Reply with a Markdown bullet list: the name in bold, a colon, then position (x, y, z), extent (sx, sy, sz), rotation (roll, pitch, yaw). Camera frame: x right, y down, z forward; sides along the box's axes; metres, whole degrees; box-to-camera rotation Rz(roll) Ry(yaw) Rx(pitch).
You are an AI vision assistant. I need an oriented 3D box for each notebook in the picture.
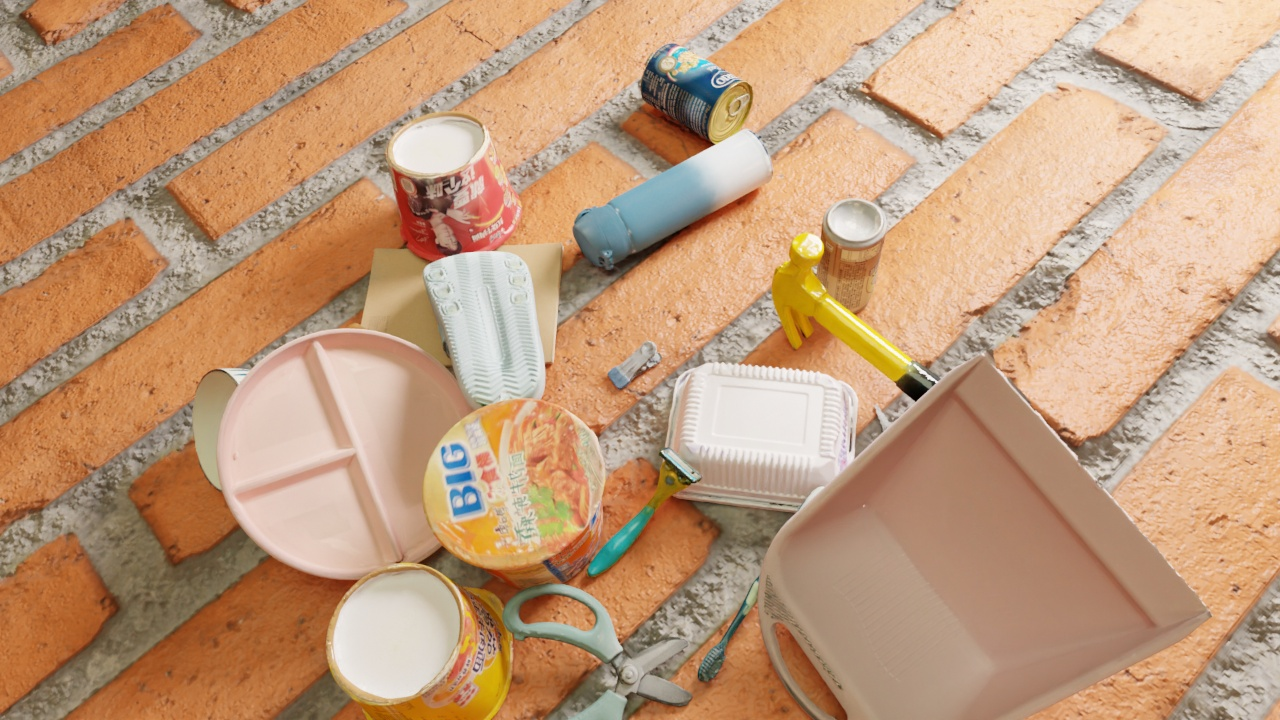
- **notebook**: position (-0.191, -0.059, 0.968), extent (0.211, 0.012, 0.149), rotation (-2, 60, 6)

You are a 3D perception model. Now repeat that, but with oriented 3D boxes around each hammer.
- **hammer**: position (0.238, 0.012, 0.822), extent (0.301, 0.129, 0.032), rotation (41, 67, 16)

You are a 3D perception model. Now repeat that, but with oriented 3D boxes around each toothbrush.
- **toothbrush**: position (0.104, 0.185, 0.763), extent (0.016, 0.018, 0.191), rotation (37, 80, -8)

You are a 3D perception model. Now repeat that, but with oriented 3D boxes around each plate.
- **plate**: position (-0.256, 0.082, 0.826), extent (0.229, 0.028, 0.229), rotation (9, 67, -21)

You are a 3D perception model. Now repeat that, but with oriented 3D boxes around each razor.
- **razor**: position (-0.002, 0.139, 0.804), extent (0.043, 0.028, 0.132), rotation (40, 94, 19)

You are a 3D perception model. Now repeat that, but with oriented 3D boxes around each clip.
- **clip**: position (-0.006, 0.005, 0.902), extent (0.056, 0.027, 0.024), rotation (-35, 60, -2)

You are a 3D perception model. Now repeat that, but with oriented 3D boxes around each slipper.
- **slipper**: position (-0.145, -0.026, 0.894), extent (0.104, 0.074, 0.245), rotation (-14, 44, -10)

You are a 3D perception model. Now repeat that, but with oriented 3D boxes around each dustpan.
- **dustpan**: position (0.210, 0.169, 0.665), extent (0.138, 0.274, 0.222), rotation (-22, 64, -32)

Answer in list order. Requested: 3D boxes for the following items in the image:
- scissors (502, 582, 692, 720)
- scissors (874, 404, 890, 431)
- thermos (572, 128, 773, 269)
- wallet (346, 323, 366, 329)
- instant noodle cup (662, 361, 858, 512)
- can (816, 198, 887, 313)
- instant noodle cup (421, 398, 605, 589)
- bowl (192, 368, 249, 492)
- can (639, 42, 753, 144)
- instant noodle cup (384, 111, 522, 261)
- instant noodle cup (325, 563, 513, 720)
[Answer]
- **scissors**: position (-0.049, 0.270, 0.741), extent (0.170, 0.019, 0.180), rotation (23, 71, 4)
- **scissors**: position (0.247, 0.113, 0.810), extent (0.159, 0.014, 0.180), rotation (36, 69, 25)
- **thermos**: position (0.033, -0.171, 0.975), extent (0.220, 0.070, 0.070), rotation (-29, 60, -10)
- **wallet**: position (-0.274, 0.037, 0.907), extent (0.131, 0.035, 0.118), rotation (31, 65, 20)
- **instant noodle cup**: position (0.109, 0.060, 0.832), extent (0.173, 0.060, 0.137), rotation (6, 60, 9)
- **can**: position (0.200, -0.098, 0.881), extent (0.058, 0.116, 0.058), rotation (-3, 59, 4)
- **instant noodle cup**: position (-0.098, 0.123, 0.788), extent (0.151, 0.111, 0.151), rotation (-3, 60, 5)
- **bowl**: position (-0.369, 0.064, 0.873), extent (0.066, 0.117, 0.116), rotation (-6, 44, -51)
- **can**: position (0.062, -0.305, 1.045), extent (0.111, 0.075, 0.075), rotation (37, 70, 25)
- **instant noodle cup**: position (-0.204, -0.189, 0.981), extent (0.138, 0.109, 0.137), rotation (-3, 52, 4)
- **instant noodle cup**: position (-0.180, 0.231, 0.737), extent (0.138, 0.110, 0.137), rotation (-3, 58, 5)
